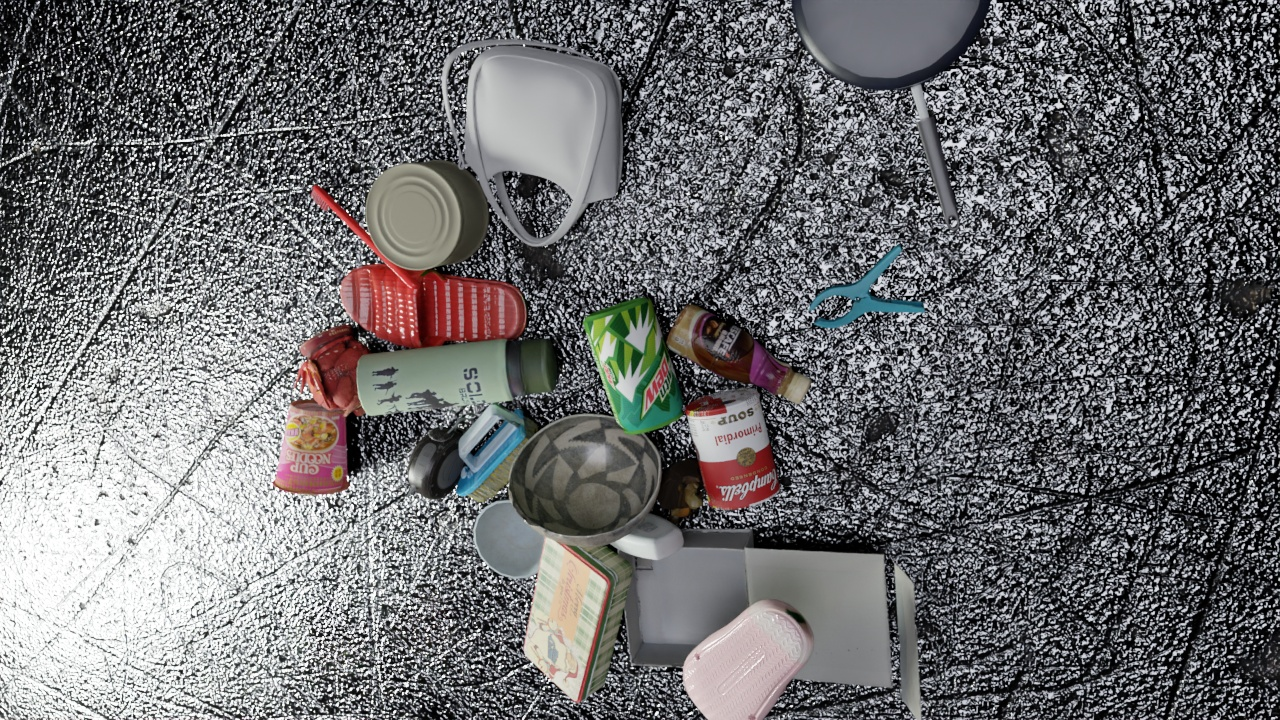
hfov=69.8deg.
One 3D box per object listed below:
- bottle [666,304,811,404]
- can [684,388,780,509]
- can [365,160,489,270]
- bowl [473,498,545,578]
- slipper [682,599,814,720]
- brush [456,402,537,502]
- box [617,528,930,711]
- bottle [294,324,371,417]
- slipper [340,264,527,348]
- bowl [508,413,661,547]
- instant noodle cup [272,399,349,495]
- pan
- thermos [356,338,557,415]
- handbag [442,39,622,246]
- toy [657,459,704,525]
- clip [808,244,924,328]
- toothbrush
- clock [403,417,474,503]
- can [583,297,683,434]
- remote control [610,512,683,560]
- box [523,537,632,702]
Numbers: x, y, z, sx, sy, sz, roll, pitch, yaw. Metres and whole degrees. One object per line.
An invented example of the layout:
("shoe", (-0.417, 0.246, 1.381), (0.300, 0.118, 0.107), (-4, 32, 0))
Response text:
("bottle", (0.113, -0.003, 1.039), (0.166, 0.059, 0.060), (29, 109, 8))
("can", (0.106, 0.100, 1.051), (0.087, 0.086, 0.116), (-11, 100, 18))
("can", (-0.254, -0.174, 1.096), (0.128, 0.073, 0.128), (4, 104, 15))
("bowl", (-0.158, 0.223, 1.180), (0.106, 0.039, 0.106), (4, 104, 15))
("slipper", (0.117, 0.337, 1.017), (0.107, 0.055, 0.222), (42, 129, 16))
("brush", (-0.193, 0.119, 1.145), (0.075, 0.055, 0.136), (32, 113, -28))
("box", (0.150, 0.293, 1.078), (0.369, 0.098, 0.166), (-2, 103, 23))
("bottle", (-0.384, 0.020, 1.168), (0.099, 0.098, 0.111), (-28, 89, 20))
("slipper", (-0.264, -0.063, 1.134), (0.249, 0.059, 0.103), (8, 104, 13))
("bowl", (-0.061, 0.154, 1.090), (0.178, 0.178, 0.081), (9, 141, 14))
("instant noodle cup", (-0.428, 0.111, 1.208), (0.098, 0.097, 0.108), (10, 98, 13))
("pan", (0.278, -0.304, 0.943), (0.199, 0.021, 0.356), (-15, 99, 19))
("thermos", (-0.216, 0.017, 1.111), (0.231, 0.082, 0.082), (-7, 101, 2))
("handbag", (-0.124, -0.242, 1.057), (0.216, 0.095, 0.223), (16, 119, 13))
("toy", (0.049, 0.164, 1.099), (0.062, 0.076, 0.100), (37, 137, 33))
("clip", (0.239, -0.079, 1.004), (0.120, 0.027, 0.102), (-24, 93, 19))
("toothbrush", (-0.343, -0.150, 1.130), (0.212, 0.012, 0.018), (42, 111, 21))
("clock", (-0.255, 0.123, 1.158), (0.044, 0.091, 0.123), (23, 91, 19))
("can", (-0.006, 0.006, 1.063), (0.083, 0.083, 0.144), (-16, 98, 19))
("remote control", (0.003, 0.207, 1.092), (0.114, 0.060, 0.028), (7, 115, 52))
("box", (-0.083, 0.314, 1.143), (0.118, 0.050, 0.206), (30, 119, 29))
